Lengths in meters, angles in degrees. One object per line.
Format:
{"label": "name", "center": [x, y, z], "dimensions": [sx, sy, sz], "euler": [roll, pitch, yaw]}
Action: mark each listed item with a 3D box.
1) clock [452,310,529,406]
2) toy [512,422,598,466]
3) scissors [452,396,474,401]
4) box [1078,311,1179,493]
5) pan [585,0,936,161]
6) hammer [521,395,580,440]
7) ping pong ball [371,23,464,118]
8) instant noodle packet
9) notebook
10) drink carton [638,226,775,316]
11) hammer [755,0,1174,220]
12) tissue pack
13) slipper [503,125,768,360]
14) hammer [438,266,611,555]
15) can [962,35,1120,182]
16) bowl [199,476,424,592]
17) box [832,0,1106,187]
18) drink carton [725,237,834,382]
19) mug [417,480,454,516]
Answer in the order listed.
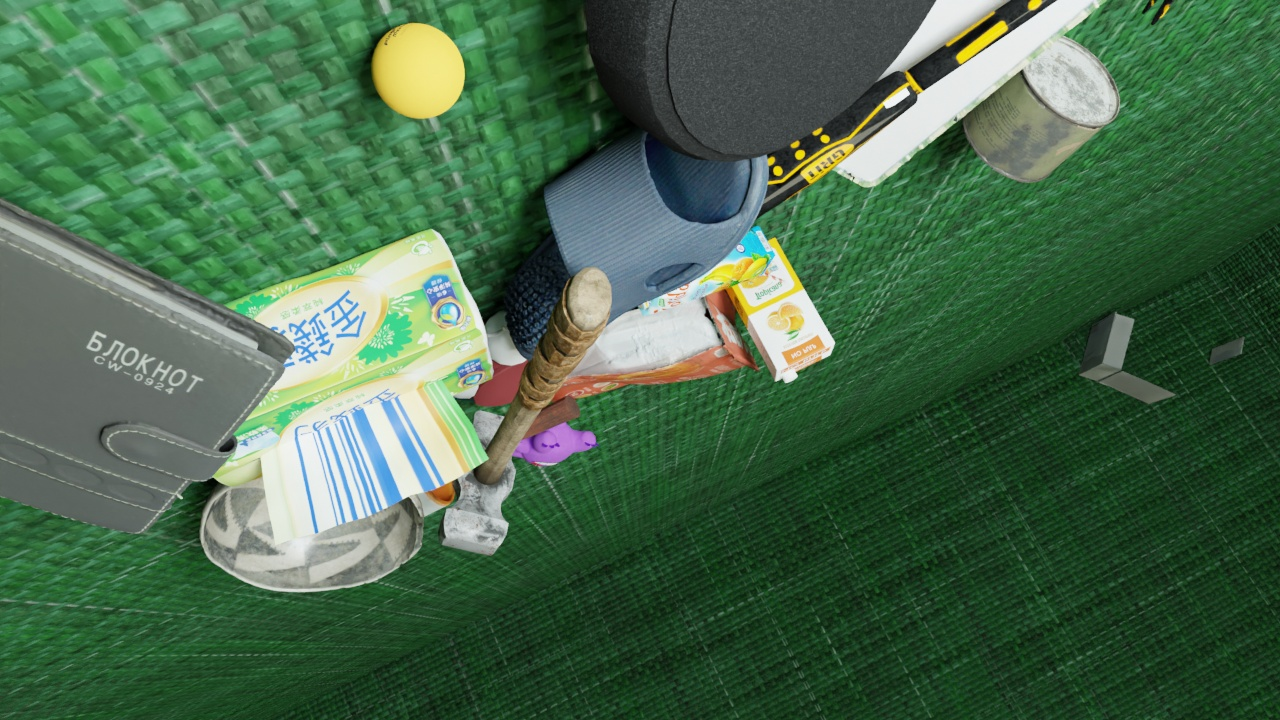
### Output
{"label": "clock", "center": [-0.109, -0.004, 0.753], "dimensions": [0.096, 0.048, 0.137], "euler": [-33, 163, 21]}
{"label": "toy", "center": [-0.106, 0.091, 1.043], "dimensions": [0.105, 0.055, 0.088], "euler": [3, 152, -41]}
{"label": "scissors", "center": [-0.163, 0.024, 0.812], "dimensions": [0.126, 0.019, 0.144], "euler": [-23, 162, -9]}
{"label": "box", "center": [1.410, 0.123, 2.622], "dimensions": [0.173, 0.512, 0.167], "euler": [-23, 168, -1]}
{"label": "pan", "center": [0.028, -0.187, 0.347], "dimensions": [0.204, 0.044, 0.355], "euler": [-50, 150, 18]}
{"label": "hammer", "center": [-0.197, 0.106, 0.955], "dimensions": [0.301, 0.028, 0.111], "euler": [-25, 166, 15]}
{"label": "ping pong ball", "center": [-0.098, -0.128, 0.405], "dimensions": [0.040, 0.040, 0.040], "euler": [-24, 164, -8]}
{"label": "instant noodle packet", "center": [-0.005, 0.005, 0.921], "dimensions": [0.221, 0.084, 0.164], "euler": [-21, 170, 14]}
{"label": "notebook", "center": [-0.285, 0.016, 0.447], "dimensions": [0.169, 0.029, 0.210], "euler": [30, 133, -28]}
{"label": "drink carton", "center": [0.051, -0.077, 0.791], "dimensions": [0.128, 0.038, 0.044], "euler": [-20, 163, -19]}
{"label": "hammer", "center": [0.156, -0.156, 0.523], "dimensions": [0.321, 0.036, 0.123], "euler": [-32, 141, 27]}
{"label": "tissue pack", "center": [-0.183, 0.028, 0.574], "dimensions": [0.197, 0.141, 0.120], "euler": [-25, 164, -5]}
{"label": "slipper", "center": [-0.034, -0.077, 0.582], "dimensions": [0.082, 0.101, 0.264], "euler": [-1, 157, -41]}
{"label": "hammer", "center": [-0.080, 0.034, 0.628], "dimensions": [0.049, 0.121, 0.320], "euler": [16, 148, -14]}
{"label": "can", "center": [0.315, -0.198, 0.726], "dimensions": [0.089, 0.090, 0.075], "euler": [-18, 162, -27]}
{"label": "bowl", "center": [-0.278, 0.118, 0.785], "dimensions": [0.178, 0.081, 0.179], "euler": [-10, 135, -10]}
{"label": "box", "center": [0.170, -0.196, 0.538], "dimensions": [0.117, 0.050, 0.206], "euler": [17, 138, -33]}
{"label": "drink carton", "center": [0.127, -0.044, 0.856], "dimensions": [0.058, 0.122, 0.040], "euler": [-26, 164, -2]}
{"label": "mug", "center": [-0.245, 0.123, 0.880], "dimensions": [0.105, 0.082, 0.082], "euler": [-27, 164, 7]}
